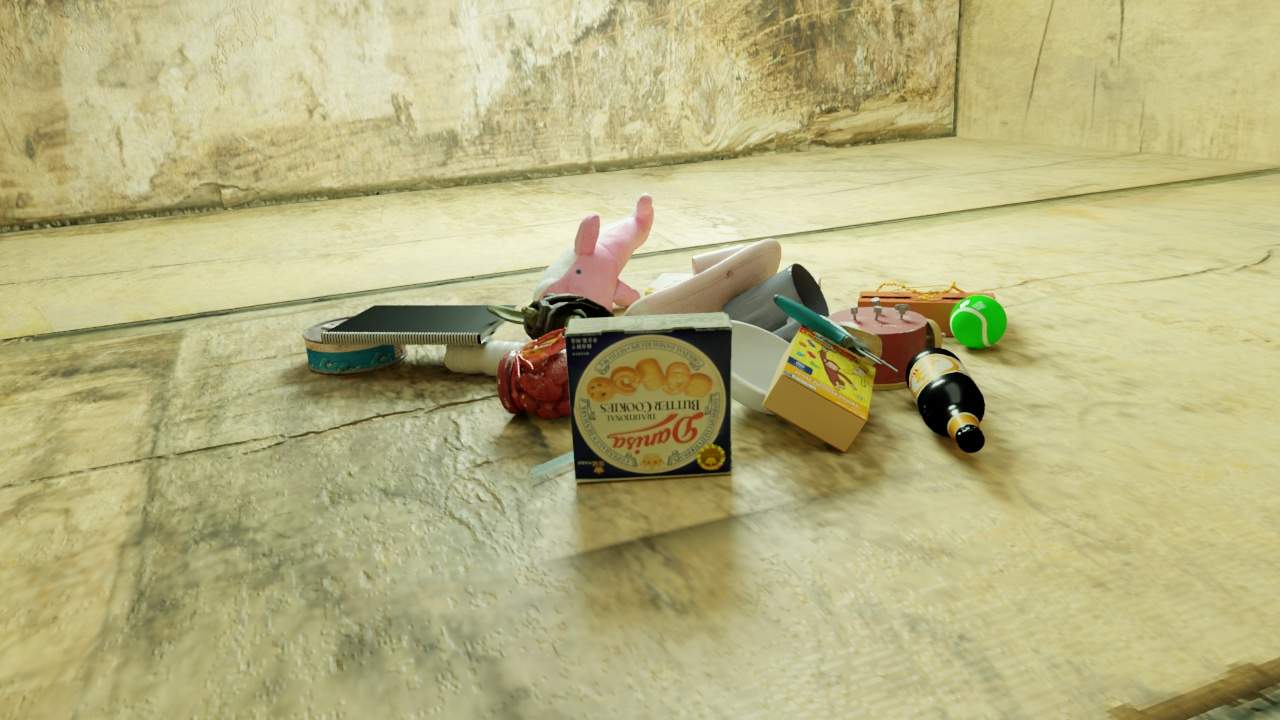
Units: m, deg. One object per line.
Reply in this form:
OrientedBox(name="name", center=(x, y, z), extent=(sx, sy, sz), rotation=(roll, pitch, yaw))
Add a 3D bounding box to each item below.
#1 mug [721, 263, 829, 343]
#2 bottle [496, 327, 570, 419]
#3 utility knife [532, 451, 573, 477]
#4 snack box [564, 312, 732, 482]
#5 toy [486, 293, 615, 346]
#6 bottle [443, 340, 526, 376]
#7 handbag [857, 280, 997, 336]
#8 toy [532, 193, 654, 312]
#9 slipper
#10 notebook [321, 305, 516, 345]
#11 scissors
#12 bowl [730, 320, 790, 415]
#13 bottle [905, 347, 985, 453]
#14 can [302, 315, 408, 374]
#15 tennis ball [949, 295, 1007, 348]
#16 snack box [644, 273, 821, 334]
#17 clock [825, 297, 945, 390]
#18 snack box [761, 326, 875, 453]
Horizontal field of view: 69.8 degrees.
OrientedBox(name="mug", center=(0.157, -0.046, 1.089), extent=(0.104, 0.084, 0.123), rotation=(-28, 23, 30))
OrientedBox(name="bottle", center=(-0.091, 0.015, 0.972), extent=(0.111, 0.099, 0.098), rotation=(-2, 18, 18))
OrientedBox(name="utility knife", center=(-0.040, 0.083, 0.887), extent=(0.165, 0.015, 0.022), rotation=(-20, 58, -39))
OrientedBox(name="snack box", center=(0.010, 0.034, 0.817), extent=(0.144, 0.145, 0.042), rotation=(-3, 20, 0))
OrientedBox(name="toy", center=(-0.087, -0.042, 1.126), extent=(0.179, 0.078, 0.153), rotation=(15, 4, -24))
OrientedBox(name="bottle", center=(-0.174, -0.002, 1.118), extent=(0.136, 0.044, 0.044), rotation=(5, 20, 23))
OrientedBox(name="handbag", center=(0.379, -0.074, 1.221), extent=(0.172, 0.060, 0.108), rotation=(2, 15, 16))
OrientedBox(name="toy", center=(-0.050, -0.138, 1.399), extent=(0.128, 0.187, 0.264), rotation=(39, 56, 8))
OrientedBox(name="slipper", center=(0.079, -0.087, 1.151), extent=(0.221, 0.107, 0.055), rotation=(-26, 57, -6))
OrientedBox(name="notebook", center=(-0.278, -0.047, 1.173), extent=(0.207, 0.016, 0.148), rotation=(1, 18, 11))
OrientedBox(name="scissors", center=(0.206, -0.029, 0.972), extent=(0.155, 0.019, 0.124), rotation=(33, 11, 11))
OrientedBox(name="bowl", center=(0.123, 0.016, 0.970), extent=(0.149, 0.043, 0.149), rotation=(19, 28, -11))
OrientedBox(name="bottle", center=(0.297, 0.042, 0.879), extent=(0.059, 0.059, 0.181), rotation=(-1, 19, 7))
OrientedBox(name="can", center=(-0.377, -0.023, 1.217), extent=(0.130, 0.044, 0.129), rotation=(-3, 18, 1))
OrientedBox(name="tennis ball", center=(0.411, -0.047, 1.116), extent=(0.065, 0.065, 0.065), rotation=(-3, 18, 1))
OrientedBox(name="snack box", center=(0.129, -0.077, 1.263), extent=(0.230, 0.062, 0.109), rotation=(3, 19, 16))
OrientedBox(name="clock", center=(0.281, -0.028, 1.057), extent=(0.158, 0.081, 0.117), rotation=(-17, 23, -35))
OrientedBox(name="snack box", center=(0.178, 0.025, 0.905), extent=(0.088, 0.040, 0.125), rotation=(30, 28, 4))
